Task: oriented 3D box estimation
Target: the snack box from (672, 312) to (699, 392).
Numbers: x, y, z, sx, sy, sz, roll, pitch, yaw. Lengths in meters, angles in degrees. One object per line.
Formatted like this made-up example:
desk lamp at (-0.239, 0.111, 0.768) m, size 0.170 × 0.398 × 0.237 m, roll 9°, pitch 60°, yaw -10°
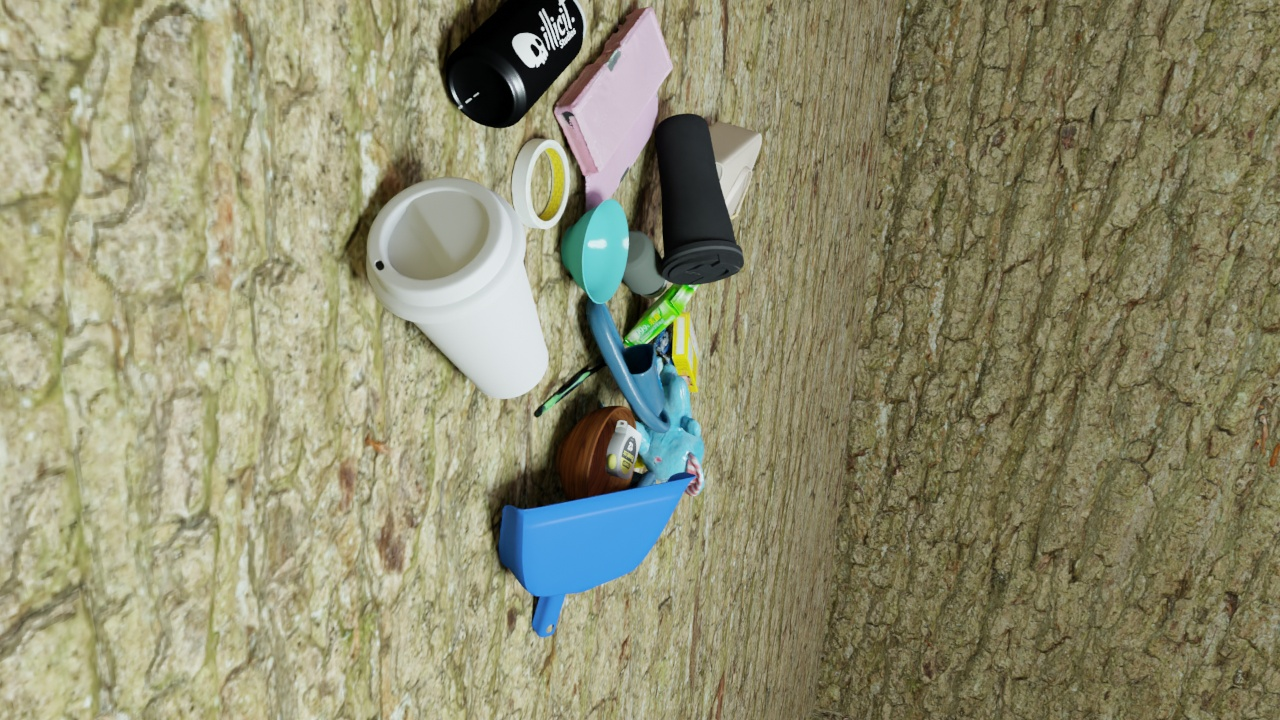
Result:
snack box at (0.071, -0.010, 1.424) m, size 0.152 × 0.025 × 0.075 m, roll 67°, pitch 25°, yaw -66°

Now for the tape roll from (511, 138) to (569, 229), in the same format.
tape roll at (-0.105, -0.188, 0.977) m, size 0.094 × 0.019 × 0.094 m, roll 10°, pitch 90°, yaw -68°

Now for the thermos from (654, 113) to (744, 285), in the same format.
thermos at (0.068, -0.208, 1.196) m, size 0.106 × 0.106 × 0.218 m, roll 34°, pitch 46°, yaw -66°

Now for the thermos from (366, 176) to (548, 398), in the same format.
thermos at (-0.147, -0.050, 0.817) m, size 0.222 × 0.131 × 0.131 m, roll 73°, pitch 33°, yaw -61°

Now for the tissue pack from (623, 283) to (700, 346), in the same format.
tissue pack at (0.033, -0.069, 1.265) m, size 0.114 × 0.034 × 0.099 m, roll -43°, pitch -174°, yaw 41°

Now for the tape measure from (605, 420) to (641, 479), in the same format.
tape measure at (-0.021, 0.111, 1.124) m, size 0.064 × 0.017 × 0.065 m, roll 44°, pitch 58°, yaw -65°

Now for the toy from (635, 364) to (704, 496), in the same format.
toy at (0.035, 0.097, 1.291) m, size 0.114 × 0.183 × 0.181 m, roll -15°, pitch 124°, yaw -16°

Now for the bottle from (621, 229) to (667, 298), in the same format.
bottle at (0.000, -0.123, 1.206) m, size 0.108 × 0.060 × 0.060 m, roll 50°, pitch 54°, yaw -62°

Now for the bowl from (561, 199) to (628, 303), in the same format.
bowl at (-0.060, -0.130, 1.075) m, size 0.121 × 0.046 × 0.121 m, roll 11°, pitch 90°, yaw -68°

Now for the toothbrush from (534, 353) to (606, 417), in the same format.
toothbrush at (-0.082, 0.027, 1.142) m, size 0.187 × 0.017 × 0.014 m, roll -40°, pitch 132°, yaw -53°

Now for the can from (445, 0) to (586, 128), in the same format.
can at (-0.111, -0.281, 0.841) m, size 0.080 × 0.080 × 0.145 m, roll 77°, pitch 31°, yaw -43°

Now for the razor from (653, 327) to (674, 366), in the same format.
razor at (0.044, 0.010, 1.393) m, size 0.141 × 0.018 × 0.043 m, roll 75°, pitch 34°, yaw -44°

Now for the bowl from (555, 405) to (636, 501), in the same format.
bowl at (-0.064, 0.124, 1.144) m, size 0.147 × 0.069 × 0.147 m, roll 11°, pitch 90°, yaw -69°

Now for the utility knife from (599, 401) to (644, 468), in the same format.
utility knife at (-0.027, 0.106, 1.294) m, size 0.186 × 0.020 × 0.028 m, roll 61°, pitch 22°, yaw -56°

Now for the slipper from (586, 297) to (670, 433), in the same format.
slipper at (-0.007, 0.007, 1.163) m, size 0.214 × 0.059 × 0.103 m, roll 60°, pitch 10°, yaw -30°

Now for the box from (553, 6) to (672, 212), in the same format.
box at (-0.019, -0.292, 1.105) m, size 0.180 × 0.051 × 0.232 m, roll 76°, pitch 32°, yaw -47°

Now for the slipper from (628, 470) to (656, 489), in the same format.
slipper at (-0.016, 0.193, 1.267) m, size 0.214 × 0.059 × 0.104 m, roll 103°, pitch 10°, yaw -88°

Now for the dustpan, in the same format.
dustpan at (-0.076, 0.242, 1.090) m, size 0.245 × 0.059 × 0.258 m, roll -5°, pitch 124°, yaw -38°

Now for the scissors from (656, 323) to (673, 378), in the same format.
scissors at (0.036, -0.012, 1.408) m, size 0.097 × 0.020 × 0.132 m, roll 21°, pitch 81°, yaw -70°

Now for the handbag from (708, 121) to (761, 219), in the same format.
handbag at (0.101, -0.236, 1.378) m, size 0.194 × 0.101 × 0.198 m, roll -48°, pitch 154°, yaw -52°
